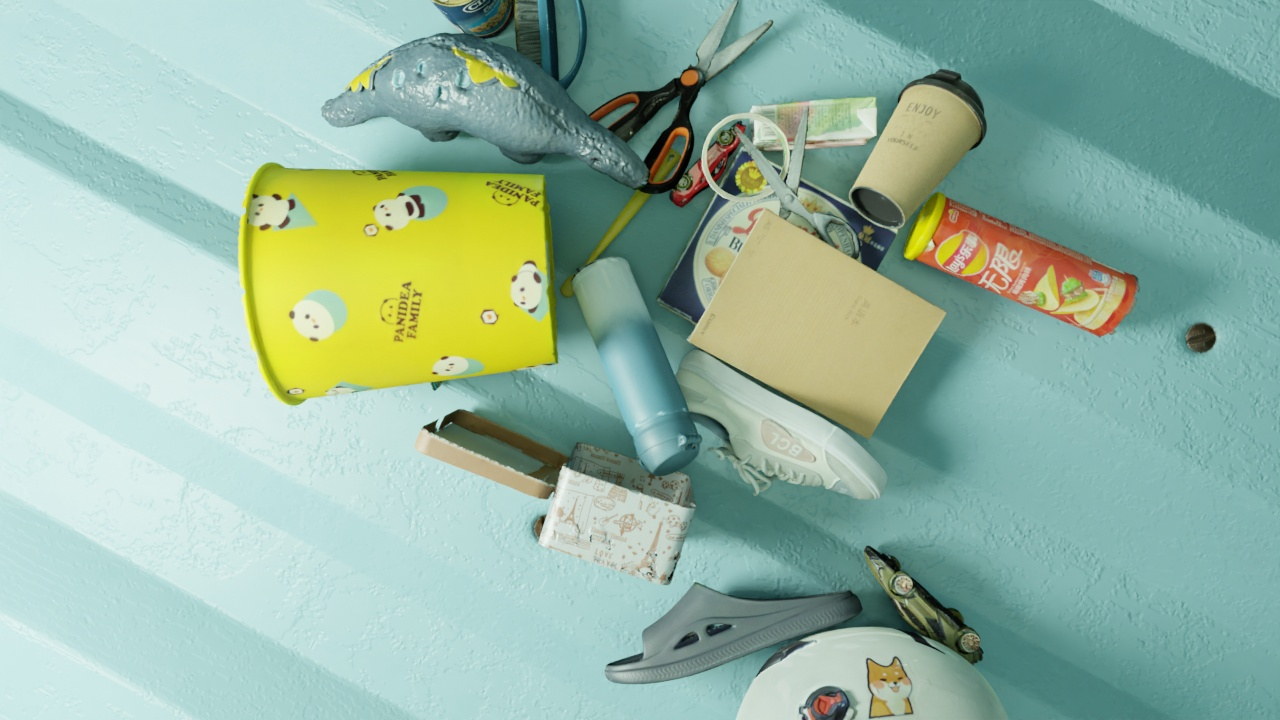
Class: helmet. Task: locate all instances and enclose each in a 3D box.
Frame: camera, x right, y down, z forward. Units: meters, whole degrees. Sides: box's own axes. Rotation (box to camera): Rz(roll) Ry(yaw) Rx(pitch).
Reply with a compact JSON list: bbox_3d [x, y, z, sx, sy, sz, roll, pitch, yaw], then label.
[{"bbox_3d":[0.226,0.341,0.890,0.274,0.230,0.156,4,54,20],"label":"helmet"}]

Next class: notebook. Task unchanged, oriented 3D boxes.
[{"bbox_3d":[0.174,-0.034,0.906,0.211,0.012,0.149,29,99,-6],"label":"notebook"}]

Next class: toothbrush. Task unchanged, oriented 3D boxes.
[{"bbox_3d":[-0.022,-0.142,0.958,0.015,0.016,0.190,38,93,1],"label":"toothbrush"}]

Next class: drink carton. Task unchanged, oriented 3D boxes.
[{"bbox_3d":[0.173,-0.237,0.924,0.122,0.053,0.045,-2,96,3],"label":"drink carton"}]

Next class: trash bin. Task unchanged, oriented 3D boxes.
[{"bbox_3d":[-0.212,-0.079,0.874,0.255,0.229,0.229,-4,93,-3],"label":"trash bin"}]

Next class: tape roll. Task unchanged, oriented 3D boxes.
[{"bbox_3d":[0.103,-0.198,0.898,0.086,0.014,0.086,1,100,3],"label":"tape roll"}]

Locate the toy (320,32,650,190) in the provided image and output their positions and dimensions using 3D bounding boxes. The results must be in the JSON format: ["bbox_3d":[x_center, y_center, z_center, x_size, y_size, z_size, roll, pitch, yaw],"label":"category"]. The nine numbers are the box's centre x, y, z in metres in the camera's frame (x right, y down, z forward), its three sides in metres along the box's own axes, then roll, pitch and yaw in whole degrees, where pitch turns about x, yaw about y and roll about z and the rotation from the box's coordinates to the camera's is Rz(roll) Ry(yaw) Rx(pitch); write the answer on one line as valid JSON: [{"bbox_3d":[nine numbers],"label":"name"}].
[{"bbox_3d":[-0.158,-0.248,0.894,0.356,0.138,0.091,15,52,8],"label":"toy"}]

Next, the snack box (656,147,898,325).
[{"bbox_3d":[0.136,-0.096,0.938,0.178,0.045,0.182,28,95,0],"label":"snack box"}]

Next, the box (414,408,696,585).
[{"bbox_3d":[-0.081,0.119,0.894,0.261,0.177,0.082,19,93,0],"label":"box"}]

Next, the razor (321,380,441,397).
[{"bbox_3d":[-0.280,0.020,0.972,0.132,0.028,0.043,-12,123,1],"label":"razor"}]

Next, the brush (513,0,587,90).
[{"bbox_3d":[-0.091,-0.338,0.929,0.073,0.055,0.144,-3,93,6],"label":"brush"}]

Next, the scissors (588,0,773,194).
[{"bbox_3d":[0.045,-0.261,0.929,0.225,0.021,0.204,-19,68,12],"label":"scissors"}]

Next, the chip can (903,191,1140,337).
[{"bbox_3d":[0.377,-0.095,0.914,0.216,0.073,0.073,22,94,1],"label":"chip can"}]

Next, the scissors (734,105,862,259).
[{"bbox_3d":[0.149,-0.153,0.892,0.159,0.014,0.181,19,103,-5],"label":"scissors"}]

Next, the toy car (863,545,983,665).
[{"bbox_3d":[0.286,0.250,0.938,0.158,0.070,0.042,43,95,2],"label":"toy car"}]

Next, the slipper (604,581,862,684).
[{"bbox_3d":[0.088,0.262,0.939,0.268,0.111,0.083,-16,76,-2],"label":"slipper"}]

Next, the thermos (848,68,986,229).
[{"bbox_3d":[0.266,-0.202,0.890,0.093,0.093,0.143,37,78,0],"label":"thermos"}]

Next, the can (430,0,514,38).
[{"bbox_3d":[-0.170,-0.370,0.905,0.075,0.111,0.075,0,93,4],"label":"can"}]

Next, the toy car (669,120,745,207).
[{"bbox_3d":[0.071,-0.199,0.933,0.031,0.049,0.106,42,94,-1],"label":"toy car"}]

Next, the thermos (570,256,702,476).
[{"bbox_3d":[-0.005,0.005,0.903,0.070,0.070,0.220,-23,70,3],"label":"thermos"}]

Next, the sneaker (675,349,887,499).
[{"bbox_3d":[0.129,0.088,0.923,0.242,0.089,0.090,31,78,4],"label":"sneaker"}]
